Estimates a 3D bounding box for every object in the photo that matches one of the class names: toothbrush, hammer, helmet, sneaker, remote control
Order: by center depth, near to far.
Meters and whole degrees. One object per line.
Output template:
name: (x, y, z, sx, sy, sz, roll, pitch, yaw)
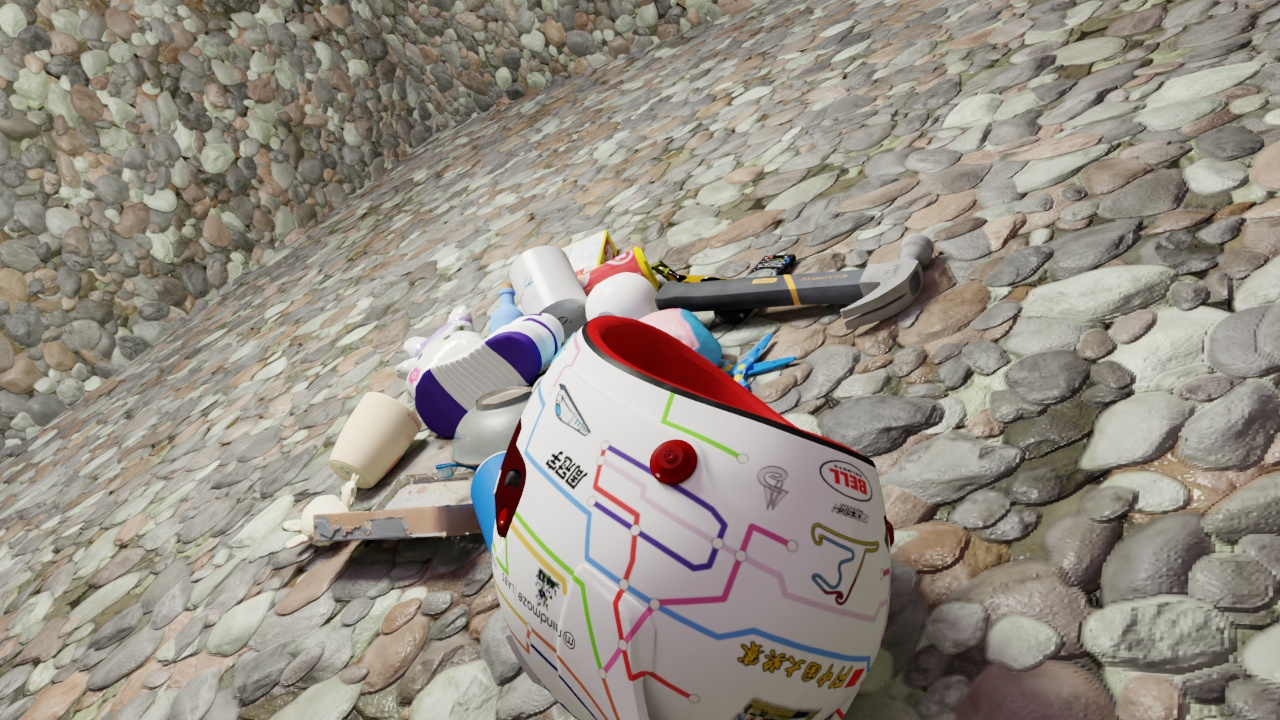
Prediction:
helmet: (0.017, 0.122, 0.601, 0.236, 0.230, 0.314, -64, 31, 6)
toothbrush: (-0.167, 0.115, 1.000, 0.132, 0.016, 0.021, -7, 7, 22)
hammer: (0.157, -0.082, 1.031, 0.313, 0.035, 0.139, -1, 37, 35)
remote control: (0.141, -0.089, 1.113, 0.045, 0.021, 0.140, 3, 37, 39)
sneaker: (-0.186, 0.010, 1.153, 0.245, 0.092, 0.110, -29, 10, 38)

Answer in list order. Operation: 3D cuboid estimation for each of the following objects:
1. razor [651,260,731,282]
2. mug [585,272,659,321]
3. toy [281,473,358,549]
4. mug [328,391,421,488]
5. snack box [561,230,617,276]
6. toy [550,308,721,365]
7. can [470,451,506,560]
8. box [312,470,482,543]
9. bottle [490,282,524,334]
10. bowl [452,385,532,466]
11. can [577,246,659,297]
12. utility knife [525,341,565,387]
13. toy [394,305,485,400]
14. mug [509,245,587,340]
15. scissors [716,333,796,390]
razor: (0.073, -0.106, 1.203, 0.144, 0.044, 0.021, 14, 75, 49)
mug: (-0.032, -0.051, 1.159, 0.124, 0.090, 0.076, -50, 0, 38)
toy: (-0.373, 0.186, 1.093, 0.112, 0.050, 0.087, -33, 26, -18)
mug: (-0.351, 0.111, 1.188, 0.112, 0.085, 0.104, -41, 18, 55)
snack box: (-0.092, -0.131, 1.405, 0.092, 0.042, 0.200, -22, 26, 15)
toy: (-0.006, 0.006, 1.007, 0.191, 0.099, 0.224, -22, 24, -5)
can: (-0.113, 0.146, 0.867, 0.079, 0.079, 0.146, -32, 25, -7)
box: (-0.241, 0.162, 1.005, 0.217, 0.071, 0.156, -10, 18, 35)
bottle: (-0.178, -0.041, 1.235, 0.048, 0.048, 0.131, -13, 70, 29)
bowl: (-0.146, 0.064, 1.029, 0.151, 0.057, 0.150, -13, 12, 3)
can: (-0.042, -0.101, 1.268, 0.124, 0.067, 0.066, -26, 25, 6)
utility knife: (-0.157, 0.051, 1.159, 0.029, 0.020, 0.232, -16, 26, 43)
toy: (-0.277, 0.000, 1.303, 0.137, 0.085, 0.209, -33, 24, -3)
mug: (-0.123, -0.075, 1.214, 0.083, 0.120, 0.096, -7, 52, -28)
scissors: (0.104, 0.012, 0.976, 0.131, 0.014, 0.125, 5, 42, 46)
